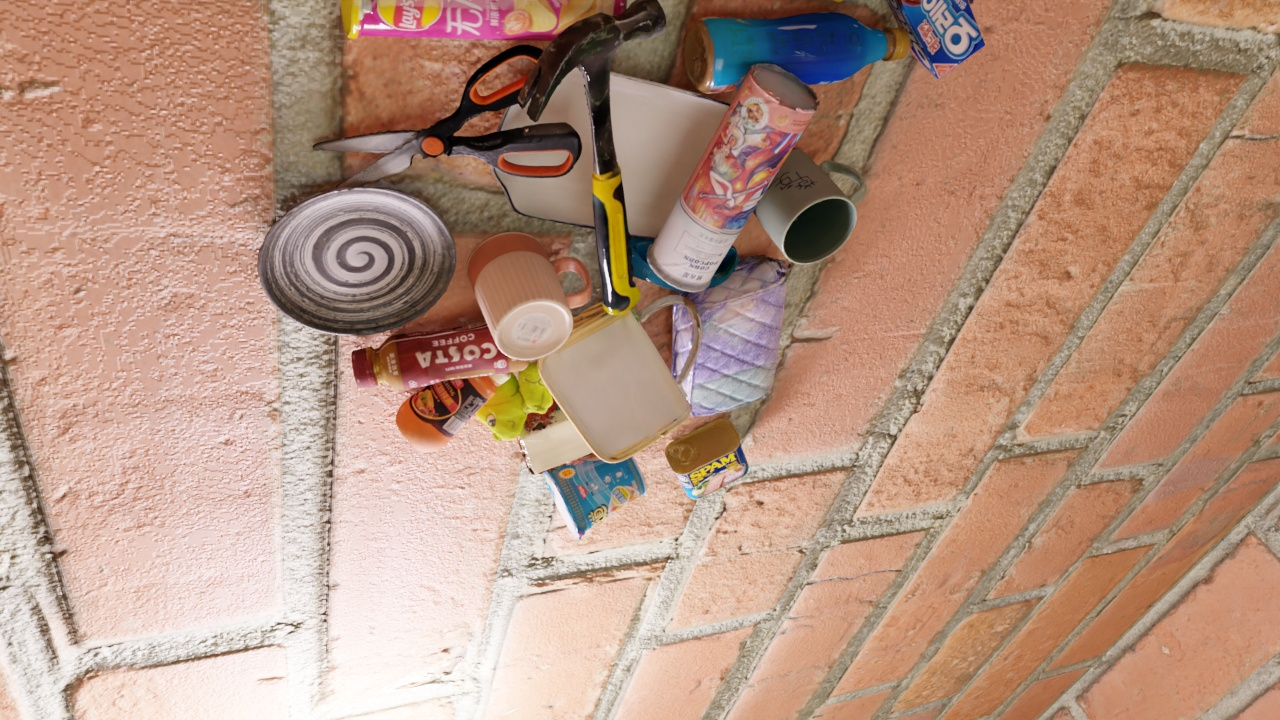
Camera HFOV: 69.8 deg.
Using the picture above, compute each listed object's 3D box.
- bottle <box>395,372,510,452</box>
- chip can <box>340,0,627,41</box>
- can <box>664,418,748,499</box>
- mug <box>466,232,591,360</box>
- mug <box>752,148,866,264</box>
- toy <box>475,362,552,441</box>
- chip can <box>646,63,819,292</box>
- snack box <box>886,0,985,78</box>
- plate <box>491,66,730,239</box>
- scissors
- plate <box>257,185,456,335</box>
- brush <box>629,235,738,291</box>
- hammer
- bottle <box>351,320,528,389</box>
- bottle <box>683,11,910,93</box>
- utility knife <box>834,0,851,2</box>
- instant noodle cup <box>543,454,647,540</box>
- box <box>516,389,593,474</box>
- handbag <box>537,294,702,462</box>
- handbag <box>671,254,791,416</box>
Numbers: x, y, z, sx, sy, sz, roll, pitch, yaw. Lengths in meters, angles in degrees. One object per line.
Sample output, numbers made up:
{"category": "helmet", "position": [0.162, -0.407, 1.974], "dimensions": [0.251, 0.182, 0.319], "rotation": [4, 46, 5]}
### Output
{"category": "bottle", "position": [-0.196, 0.036, 1.004], "dimensions": [0.149, 0.066, 0.067], "rotation": [-39, 138, 3]}
{"category": "chip can", "position": [-0.119, -0.284, 0.707], "dimensions": [0.210, 0.071, 0.072], "rotation": [-7, 135, -22]}
{"category": "can", "position": [0.094, 0.137, 1.260], "dimensions": [0.102, 0.057, 0.083], "rotation": [-27, 141, 0]}
{"category": "mug", "position": [-0.104, -0.067, 0.909], "dimensions": [0.114, 0.105, 0.082], "rotation": [-13, 137, -15]}
{"category": "mug", "position": [0.173, -0.170, 0.948], "dimensions": [0.112, 0.106, 0.082], "rotation": [-28, 138, 1]}
{"category": "toy", "position": [-0.144, 0.041, 1.033], "dimensions": [0.100, 0.096, 0.031], "rotation": [-8, -178, 22]}
{"category": "chip can", "position": [0.081, -0.165, 0.850], "dimensions": [0.071, 0.071, 0.215], "rotation": [3, 136, -30]}
{"category": "snack box", "position": [0.255, -0.353, 0.843], "dimensions": [0.058, 0.057, 0.207], "rotation": [-36, 139, 14]}
{"category": "plate", "position": [-0.012, -0.196, 0.868], "dimensions": [0.265, 0.034, 0.162], "rotation": [5, 132, -26]}
{"category": "scissors", "position": [-0.159, -0.199, 0.772], "dimensions": [0.226, 0.021, 0.198], "rotation": [9, 136, -17]}
{"category": "plate", "position": [-0.262, -0.093, 0.859], "dimensions": [0.179, 0.024, 0.180], "rotation": [-14, 139, -13]}
{"category": "brush", "position": [0.042, -0.105, 0.971], "dimensions": [0.143, 0.073, 0.055], "rotation": [0, 140, -27]}
{"category": "hammer", "position": [-0.032, -0.154, 0.816], "dimensions": [0.126, 0.032, 0.324], "rotation": [-28, 146, -17]}
{"category": "bottle", "position": [-0.206, -0.005, 0.948], "dimensions": [0.175, 0.057, 0.058], "rotation": [-9, 136, -8]}
{"category": "bottle", "position": [0.150, -0.287, 0.848], "dimensions": [0.218, 0.065, 0.065], "rotation": [-9, 136, -19]}
{"category": "utility knife", "position": [0.142, -0.353, 0.814], "dimensions": [0.167, 0.015, 0.033], "rotation": [9, 130, -34]}
{"category": "instant noodle cup", "position": [-0.055, 0.164, 1.188], "dimensions": [0.109, 0.099, 0.099], "rotation": [-25, 140, -15]}
{"category": "box", "position": [-0.066, 0.070, 1.092], "dimensions": [0.168, 0.076, 0.091], "rotation": [-20, 139, -9]}
{"category": "handbag", "position": [-0.006, 0.006, 1.003], "dimensions": [0.179, 0.063, 0.163], "rotation": [-30, 115, 6]}
{"category": "handbag", "position": [0.105, -0.028, 1.084], "dimensions": [0.134, 0.075, 0.194], "rotation": [-17, 139, -16]}
